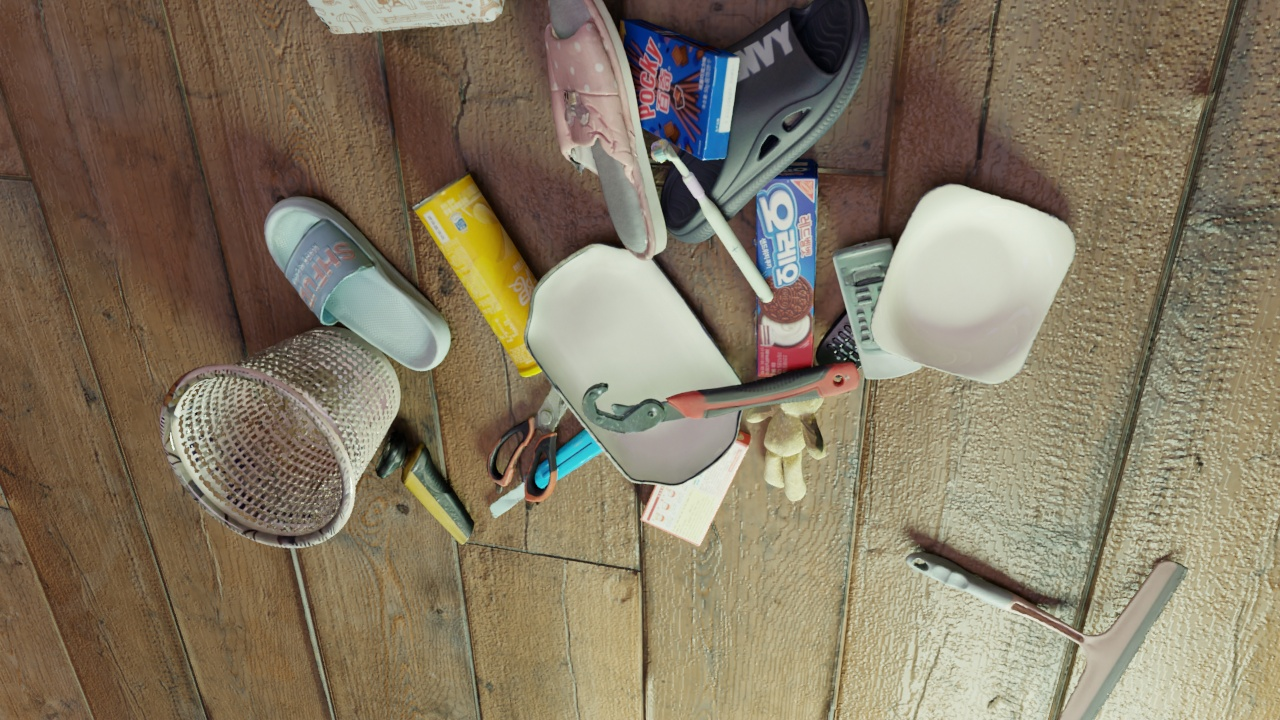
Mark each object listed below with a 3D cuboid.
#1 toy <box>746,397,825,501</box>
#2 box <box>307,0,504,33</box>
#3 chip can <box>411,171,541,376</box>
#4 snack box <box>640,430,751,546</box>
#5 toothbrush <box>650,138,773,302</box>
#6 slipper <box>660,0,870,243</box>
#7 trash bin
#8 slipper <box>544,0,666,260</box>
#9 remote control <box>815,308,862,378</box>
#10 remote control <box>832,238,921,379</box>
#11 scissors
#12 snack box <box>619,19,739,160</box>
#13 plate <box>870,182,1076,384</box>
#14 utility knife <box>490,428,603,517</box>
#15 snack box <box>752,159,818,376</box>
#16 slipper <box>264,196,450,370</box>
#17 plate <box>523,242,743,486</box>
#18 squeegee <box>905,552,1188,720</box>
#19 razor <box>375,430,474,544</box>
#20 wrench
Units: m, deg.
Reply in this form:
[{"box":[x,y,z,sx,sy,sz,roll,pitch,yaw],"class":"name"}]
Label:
[{"box":[0.161,0.079,0.967,0.105,0.066,0.157,39,138,45],"class":"toy"},{"box":[-0.198,-0.423,0.790,0.179,0.125,0.273,3,90,16],"class":"box"},{"box":[-0.152,-0.087,0.962,0.072,0.071,0.213,-24,108,26],"class":"chip can"},{"box":[0.061,0.135,1.039,0.077,0.027,0.156,24,121,3],"class":"snack box"},{"box":[0.068,-0.119,0.816,0.020,0.029,0.189,-42,120,-3],"class":"toothbrush"},{"box":[0.087,-0.210,0.794,0.083,0.110,0.269,13,135,-36],"class":"slipper"},{"box":[-0.381,0.066,1.038,0.228,0.191,0.228,7,118,13],"class":"trash bin"},{"box":[-0.041,-0.214,0.843,0.054,0.114,0.275,-28,120,-19],"class":"slipper"},{"box":[0.225,-0.039,0.901,0.053,0.024,0.137,37,118,-2],"class":"remote control"},{"box":[0.226,-0.047,0.871,0.056,0.019,0.135,-12,110,20],"class":"remote control"},{"box":[-0.104,0.085,1.060,0.206,0.015,0.196,-12,96,30],"class":"scissors"},{"box":[0.026,-0.238,0.798,0.157,0.026,0.085,42,135,47],"class":"snack box"},{"box":[0.296,-0.070,0.835,0.163,0.034,0.164,16,106,-12],"class":"plate"},{"box":[-0.112,0.136,1.098,0.217,0.018,0.034,-37,102,30],"class":"utility knife"},{"box":[0.140,-0.086,0.884,0.058,0.057,0.208,2,117,12],"class":"snack box"},{"box":[-0.321,-0.074,1.019,0.245,0.074,0.104,42,121,-9],"class":"slipper"},{"box":[-0.006,0.006,0.953,0.162,0.034,0.266,-38,100,-5],"class":"plate"},{"box":[0.406,0.267,0.999,0.249,0.040,0.248,26,105,9],"class":"squeegee"},{"box":[-0.265,0.162,1.138,0.067,0.062,0.167,-36,111,-4],"class":"razor"},{"box":[0.077,0.035,0.905,0.273,0.016,0.056,-7,115,7],"class":"wrench"}]
